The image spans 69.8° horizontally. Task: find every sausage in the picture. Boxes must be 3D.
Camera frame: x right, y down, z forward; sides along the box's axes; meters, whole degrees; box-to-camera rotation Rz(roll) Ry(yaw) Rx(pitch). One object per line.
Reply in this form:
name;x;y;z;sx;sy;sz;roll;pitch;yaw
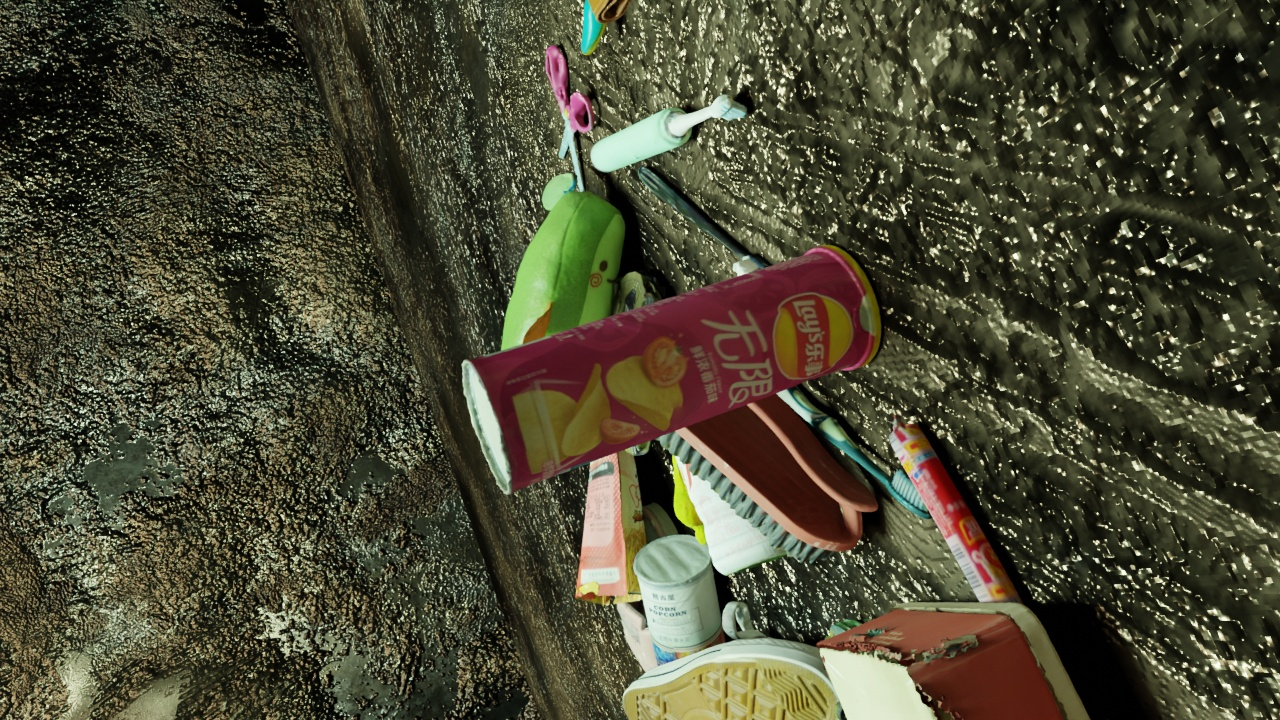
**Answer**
sausage;0.164;0.094;0.453;0.155;0.020;0.020;64;160;19

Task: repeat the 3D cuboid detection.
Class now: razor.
razor;-0.031;-0.277;0.629;0.043;0.028;0.133;40;138;41

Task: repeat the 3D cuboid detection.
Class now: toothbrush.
toothbrush;0.012;-0.156;0.631;0.225;0.027;0.026;10;83;69
toothbrush;0.037;-0.097;0.633;0.181;0.018;0.016;-128;24;-48
toothbrush;0.111;0.035;0.551;0.191;0.016;0.018;47;133;51

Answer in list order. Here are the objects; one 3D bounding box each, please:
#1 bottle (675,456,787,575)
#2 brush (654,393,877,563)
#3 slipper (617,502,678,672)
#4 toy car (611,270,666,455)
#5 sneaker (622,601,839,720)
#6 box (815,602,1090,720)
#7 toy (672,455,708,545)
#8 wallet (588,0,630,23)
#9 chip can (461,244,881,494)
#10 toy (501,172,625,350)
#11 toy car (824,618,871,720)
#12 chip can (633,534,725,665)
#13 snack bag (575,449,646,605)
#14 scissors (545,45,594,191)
bottle;0.053;0.049;0.652;0.068;0.068;0.196;121;132;-66
brush;0.078;0.060;0.564;0.146;0.063;0.069;42;133;21
slipper;0.010;0.266;0.978;0.114;0.054;0.275;-129;30;-46
toy car;-0.005;0.004;0.760;0.070;0.042;0.158;-143;55;-58
sneaker;0.082;0.255;0.731;0.242;0.087;0.118;-34;87;48
box;0.142;0.176;0.455;0.168;0.079;0.091;103;145;-75
toy;0.044;0.093;0.709;0.097;0.031;0.100;57;-159;-48
wallet;-0.025;-0.292;0.548;0.130;0.035;0.119;69;160;5
chip can;0.018;0.002;0.477;0.071;0.210;0.071;55;156;40
toy;-0.070;-0.032;0.788;0.226;0.090;0.247;-68;-6;-72
toy car;0.144;0.207;0.585;0.043;0.036;0.091;31;135;61
chip can;0.047;0.271;0.856;0.071;0.071;0.215;36;142;59
snack bag;-0.031;0.134;0.915;0.129;0.073;0.207;121;148;-65
scissors;-0.065;-0.214;0.808;0.125;0.017;0.133;67;164;6
